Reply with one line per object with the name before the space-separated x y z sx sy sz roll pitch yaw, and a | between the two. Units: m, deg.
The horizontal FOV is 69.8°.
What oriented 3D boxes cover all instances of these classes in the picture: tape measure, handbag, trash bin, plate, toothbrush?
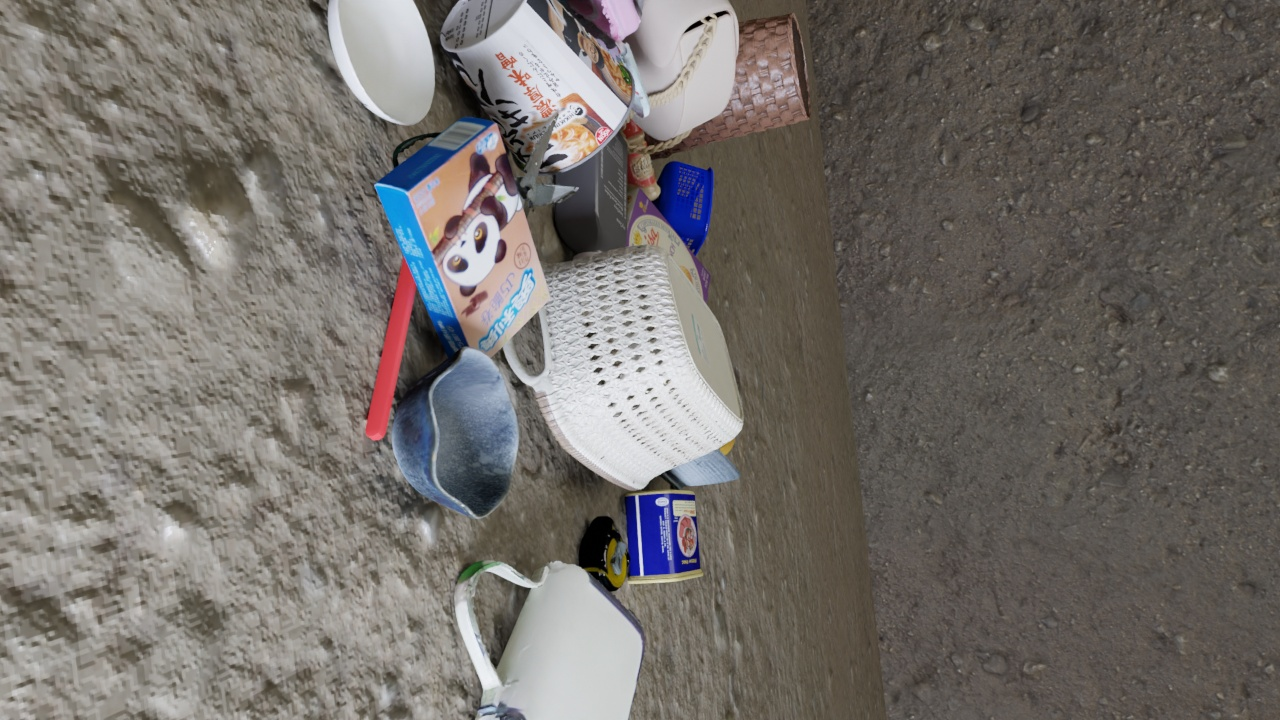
tape measure | -0.032 0.186 0.857 0.061 0.034 0.062 -70 146 -48
handbag | 0.003 -0.328 0.905 0.210 0.103 0.209 58 -14 10
trash bin | 0.088 -0.330 1.088 0.151 0.210 0.151 -6 90 -71
plate | -0.174 -0.205 0.600 0.104 0.026 0.104 -5 90 -70
toothbrush | -0.156 -0.043 0.620 0.018 0.012 0.212 58 32 -57
handbag | -0.083 0.218 0.686 0.176 0.074 0.150 52 31 -23

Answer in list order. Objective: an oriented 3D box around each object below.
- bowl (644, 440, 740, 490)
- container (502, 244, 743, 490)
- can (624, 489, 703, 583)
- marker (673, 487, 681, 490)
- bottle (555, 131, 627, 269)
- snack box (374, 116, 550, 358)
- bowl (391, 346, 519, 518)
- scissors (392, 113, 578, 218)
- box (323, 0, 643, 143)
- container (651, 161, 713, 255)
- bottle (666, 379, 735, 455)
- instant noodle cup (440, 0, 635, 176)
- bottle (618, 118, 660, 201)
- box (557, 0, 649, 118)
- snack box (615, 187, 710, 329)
bowl | 0.041 0.106 1.019 0.057 0.137 0.137 -49 146 -8
container | -0.005 0.005 0.829 0.246 0.143 0.184 43 31 -61
can | 0.025 0.187 0.982 0.116 0.057 0.092 23 61 -67
marker | 0.046 0.101 1.130 0.022 0.016 0.138 97 -5 -71
bottle | -0.048 -0.152 0.901 0.083 0.046 0.173 36 51 -64
snack box | -0.115 -0.077 0.626 0.087 0.034 0.151 -49 143 -33
bowl | -0.128 0.050 0.606 0.110 0.055 0.110 -7 90 -70
scissors | -0.109 -0.089 0.678 0.201 0.015 0.203 -16 118 -55
box | -0.061 -0.349 0.741 0.173 0.423 0.167 -32 100 -49
container | 0.043 -0.175 1.096 0.096 0.058 0.114 121 -20 -55
bottle | 0.050 0.047 1.076 0.186 0.053 0.053 52 36 -39
instant noodle cup | -0.087 -0.235 0.733 0.122 0.124 0.123 45 42 -46
bottle | -0.009 -0.233 1.038 0.044 0.044 0.109 -67 145 -54
box | -0.044 -0.321 0.843 0.152 0.038 0.201 61 -3 -41
snack box | 0.013 -0.088 0.999 0.148 0.041 0.143 47 38 -31
